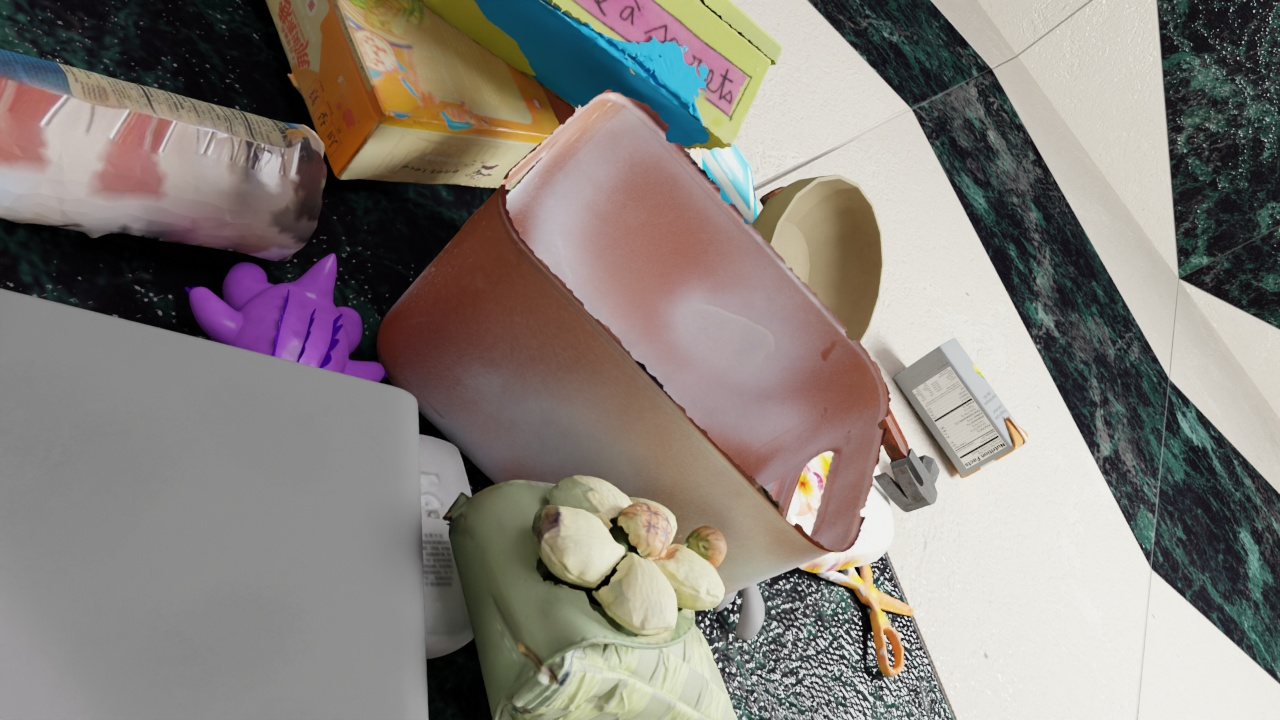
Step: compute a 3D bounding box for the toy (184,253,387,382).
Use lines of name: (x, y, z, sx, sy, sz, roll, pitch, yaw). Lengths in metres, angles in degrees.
toy: (-0.172, -0.009, 0.454, 0.106, 0.056, 0.088, 27, 43, -31)

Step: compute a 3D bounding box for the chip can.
chip can: (-0.263, -0.096, 0.410, 0.229, 0.080, 0.079, 5, 59, -44)

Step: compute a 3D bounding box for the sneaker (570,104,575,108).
sneaker: (0.013, -0.266, 0.706, 0.118, 0.092, 0.232, 50, 57, -28)

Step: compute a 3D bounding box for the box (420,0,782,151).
box: (-0.035, -0.214, 0.557, 0.221, 0.124, 0.082, 26, 85, -29)

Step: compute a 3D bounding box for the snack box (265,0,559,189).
snack box: (-0.159, -0.207, 0.600, 0.144, 0.081, 0.195, -8, 68, -50)

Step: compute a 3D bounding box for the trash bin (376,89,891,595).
trash bin: (-0.003, 0.003, 0.543, 0.259, 0.158, 0.181, 46, 38, -12)

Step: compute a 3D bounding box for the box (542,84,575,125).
box: (-0.039, -0.156, 0.722, 0.057, 0.060, 0.186, -23, 77, -19)

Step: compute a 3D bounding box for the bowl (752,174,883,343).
bowl: (0.121, -0.064, 0.694, 0.152, 0.050, 0.152, -13, 109, -42)

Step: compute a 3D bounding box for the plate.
plate: (0.141, 0.069, 0.723, 0.186, 0.016, 0.186, 7, 62, -50)

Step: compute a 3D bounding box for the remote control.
remote control: (-0.111, 0.092, 0.463, 0.060, 0.028, 0.114, 12, 53, -43)

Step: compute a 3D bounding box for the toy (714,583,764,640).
toy: (0.070, 0.132, 0.626, 0.049, 0.030, 0.111, 52, 29, -28)

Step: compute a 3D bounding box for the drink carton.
drink carton: (0.322, 0.048, 0.925, 0.048, 0.076, 0.125, -18, 72, -51)

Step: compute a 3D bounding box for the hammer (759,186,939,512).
hammer: (0.178, -0.009, 0.782, 0.300, 0.028, 0.110, 63, 26, -4)

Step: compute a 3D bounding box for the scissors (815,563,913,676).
scissors: (0.176, 0.182, 0.714, 0.129, 0.011, 0.125, 34, 36, -28)

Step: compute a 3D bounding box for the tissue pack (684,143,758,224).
tissue pack: (0.046, -0.147, 0.748, 0.117, 0.066, 0.208, 50, 23, -26)

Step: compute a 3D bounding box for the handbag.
handbag: (-0.007, 0.122, 0.444, 0.186, 0.117, 0.113, 44, 8, -43)

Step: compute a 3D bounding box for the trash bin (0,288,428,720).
trash bin: (-0.175, 0.106, 0.329, 0.191, 0.098, 0.219, 18, 49, -38)
